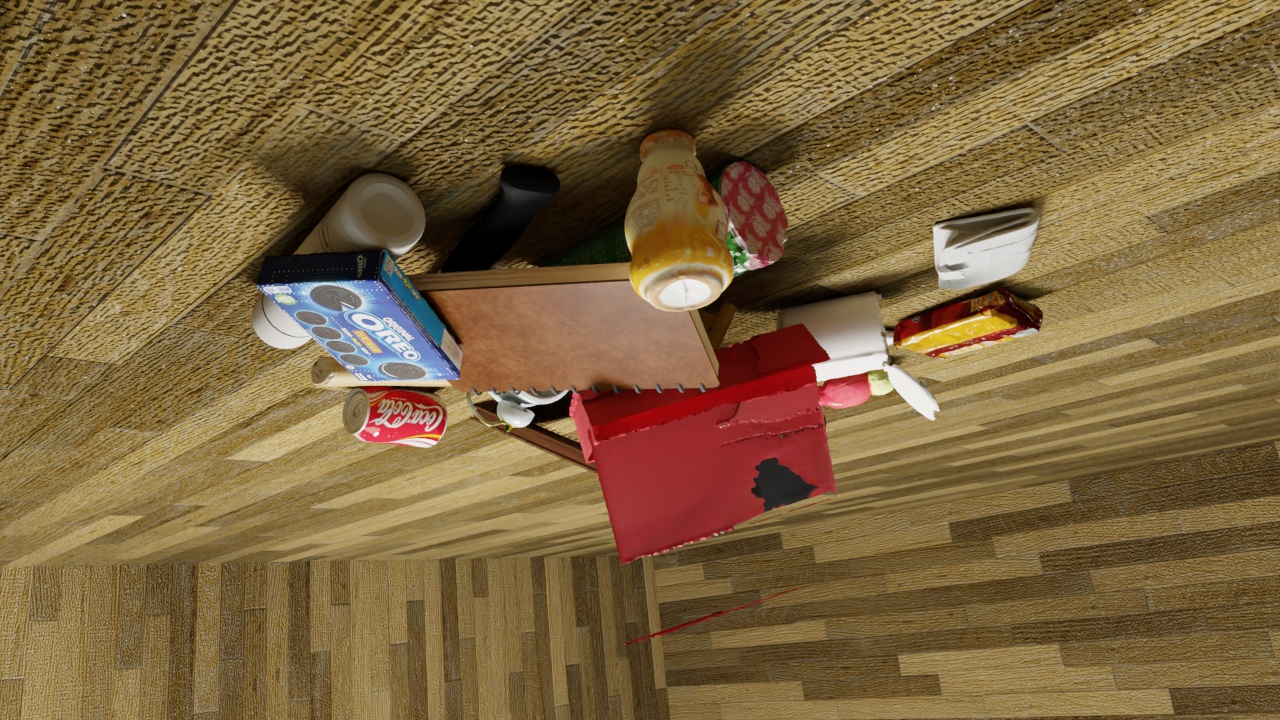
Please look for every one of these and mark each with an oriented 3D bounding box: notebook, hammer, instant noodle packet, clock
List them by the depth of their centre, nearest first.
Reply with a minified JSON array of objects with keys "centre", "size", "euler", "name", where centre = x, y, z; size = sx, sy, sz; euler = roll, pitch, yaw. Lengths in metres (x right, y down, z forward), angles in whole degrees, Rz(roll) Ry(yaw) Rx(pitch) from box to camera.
[{"centre":[-0.064,-0.018,0.682],"size":[0.226,0.024,0.167],"euler":[-2,152,17],"name":"notebook"},{"centre":[-0.145,-0.066,0.719],"size":[0.127,0.029,0.325],"euler":[4,160,-31],"name":"hammer"},{"centre":[-0.112,0.012,0.843],"size":[0.117,0.083,0.057],"euler":[-45,-156,-27],"name":"clock"},{"centre":[-0.167,0.013,0.904],"size":[0.132,0.033,0.329],"euler":[-15,169,39],"name":"hammer"},{"centre":[0.345,-0.036,0.968],"size":[0.098,0.039,0.136],"euler":[7,161,-38],"name":"instant noodle packet"},{"centre":[-0.090,0.112,1.170],"size":[0.211,0.022,0.169],"euler":[20,176,28],"name":"notebook"}]

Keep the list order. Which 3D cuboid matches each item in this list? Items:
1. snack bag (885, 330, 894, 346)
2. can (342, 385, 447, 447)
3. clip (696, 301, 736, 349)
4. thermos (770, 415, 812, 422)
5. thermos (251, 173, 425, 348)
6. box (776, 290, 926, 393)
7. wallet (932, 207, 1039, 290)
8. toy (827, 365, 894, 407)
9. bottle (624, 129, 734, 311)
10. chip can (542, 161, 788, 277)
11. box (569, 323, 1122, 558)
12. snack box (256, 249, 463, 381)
[{"centre":[0.223,-0.026,1.003],"size":[0.157,0.013,0.057],"euler":[5,163,-31],"name":"snack bag"},{"centre":[-0.276,0.063,1.036],"size":[0.064,0.064,0.104],"euler":[-20,159,38],"name":"can"},{"centre":[0.063,-0.036,0.873],"size":[0.049,0.053,0.044],"euler":[34,163,-27],"name":"clip"},{"centre":[0.164,0.079,1.249],"size":[0.061,0.061,0.231],"euler":[-20,158,40],"name":"thermos"},{"centre":[-0.225,-0.062,0.657],"size":[0.052,0.052,0.225],"euler":[7,159,-37],"name":"thermos"},{"centre":[0.206,0.004,0.876],"size":[0.138,0.143,0.083],"euler":[-13,147,15],"name":"box"},{"centre":[0.293,-0.091,0.780],"size":[0.086,0.032,0.116],"euler":[-14,161,19],"name":"wallet"},{"centre":[0.263,0.035,1.164],"size":[0.135,0.045,0.091],"euler":[-16,164,16],"name":"toy"},{"centre":[0.021,-0.086,0.557],"size":[0.063,0.109,0.063],"euler":[-5,157,-3],"name":"bottle"},{"centre":[0.000,-0.069,0.677],"size":[0.075,0.075,0.224],"euler":[10,158,-43],"name":"chip can"},{"centre":[0.086,0.062,0.663],"size":[0.215,0.141,0.511],"euler":[-14,-175,-11],"name":"box"},{"centre":[-0.183,-0.026,0.628],"size":[0.082,0.027,0.150],"euler":[-1,156,11],"name":"snack box"}]
